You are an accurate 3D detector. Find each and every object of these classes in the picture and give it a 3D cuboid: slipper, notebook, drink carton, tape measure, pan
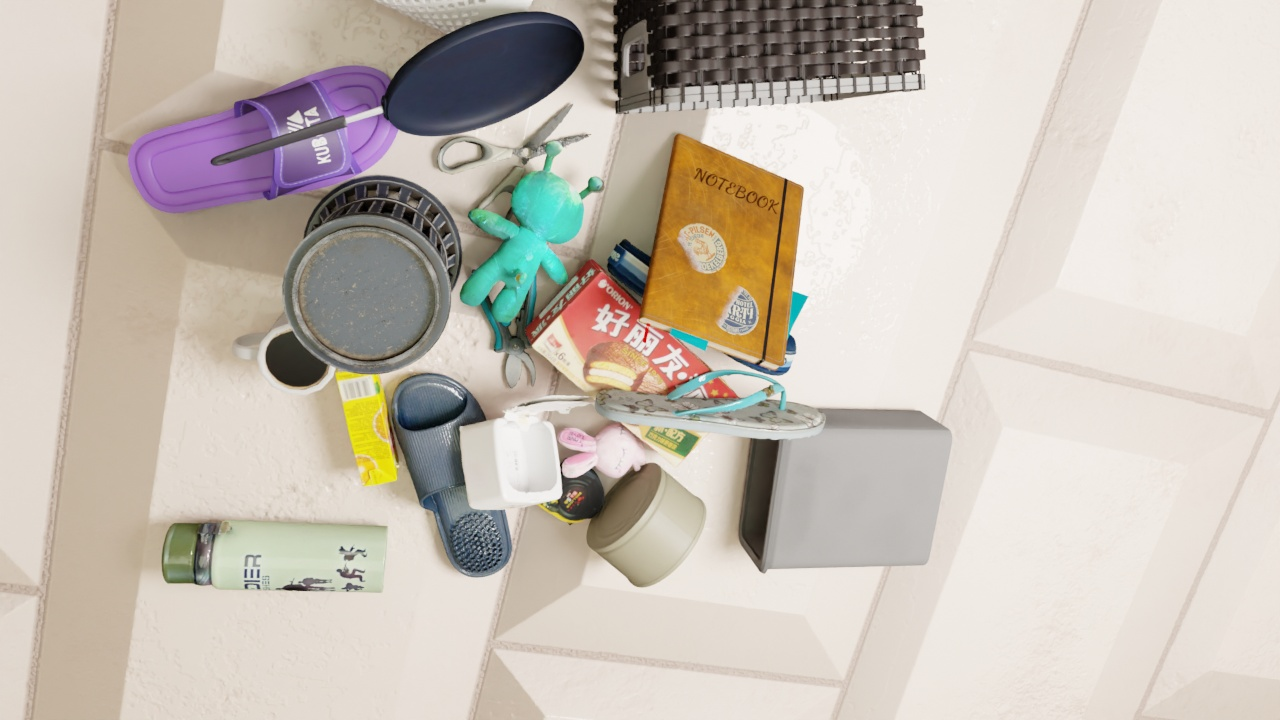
[{"bbox_3d":[-0.364,-0.209,0.893,0.266,0.084,0.107,-18,109,-6],"label":"slipper"},{"bbox_3d":[0.098,-0.109,0.978,0.178,0.014,0.248,19,64,-17],"label":"notebook"},{"bbox_3d":[-0.296,0.064,1.003,0.043,0.058,0.135,-10,109,-9],"label":"drink carton"},{"bbox_3d":[-0.204,0.140,1.034,0.101,0.082,0.264,-18,110,-9],"label":"slipper"},{"bbox_3d":[-0.080,0.156,1.086,0.072,0.042,0.071,42,89,-15],"label":"tape measure"},{"bbox_3d":[-0.218,-0.241,0.849,0.356,0.199,0.021,-23,85,-15],"label":"pan"},{"bbox_3d":[0.083,-0.068,1.019,0.252,0.105,0.095,29,95,-19],"label":"slipper"},{"bbox_3d":[0.086,0.045,0.991,0.268,0.098,0.055,3,110,-17],"label":"slipper"}]

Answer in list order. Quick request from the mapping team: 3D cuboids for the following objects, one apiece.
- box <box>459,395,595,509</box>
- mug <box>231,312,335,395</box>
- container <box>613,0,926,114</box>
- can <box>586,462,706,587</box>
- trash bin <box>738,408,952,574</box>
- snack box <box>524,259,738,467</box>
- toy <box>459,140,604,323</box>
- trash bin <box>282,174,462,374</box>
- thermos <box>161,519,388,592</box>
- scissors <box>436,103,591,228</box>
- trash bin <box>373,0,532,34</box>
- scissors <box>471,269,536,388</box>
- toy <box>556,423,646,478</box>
[{"bbox_3d":[-0.109,0.089,0.993,0.137,0.108,0.128,-14,77,29],"label":"box"},{"bbox_3d":[-0.364,-0.014,0.949,0.105,0.089,0.073,3,106,-13],"label":"mug"},{"bbox_3d":[0.106,-0.369,0.863,0.245,0.247,0.244,-6,104,-10],"label":"container"},{"bbox_3d":[0.006,0.190,1.068,0.073,0.127,0.128,42,94,-18],"label":"can"},{"bbox_3d":[0.247,0.156,1.126,0.219,0.097,0.192,2,106,-14],"label":"trash bin"},{"bbox_3d":[-0.006,0.006,1.038,0.113,0.060,0.236,-46,115,4],"label":"snack box"},{"bbox_3d":[-0.114,-0.129,0.966,0.130,0.072,0.193,31,92,-30],"label":"toy"},{"bbox_3d":[-0.253,-0.084,0.878,0.164,0.227,0.164,-3,107,-11],"label":"trash bin"},{"bbox_3d":[-0.401,0.214,1.016,0.231,0.082,0.082,5,105,-13],"label":"thermos"},{"bbox_3d":[-0.140,-0.213,0.977,0.162,0.012,0.158,16,104,-17],"label":"scissors"},{"bbox_3d":[-0.195,-0.391,0.832,0.199,0.195,0.195,24,100,-27],"label":"trash bin"},{"bbox_3d":[-0.142,-0.047,1.024,0.124,0.019,0.156,-44,112,5],"label":"scissors"},{"bbox_3d":[-0.042,0.105,1.068,0.110,0.047,0.063,-3,69,-22],"label":"toy"}]
